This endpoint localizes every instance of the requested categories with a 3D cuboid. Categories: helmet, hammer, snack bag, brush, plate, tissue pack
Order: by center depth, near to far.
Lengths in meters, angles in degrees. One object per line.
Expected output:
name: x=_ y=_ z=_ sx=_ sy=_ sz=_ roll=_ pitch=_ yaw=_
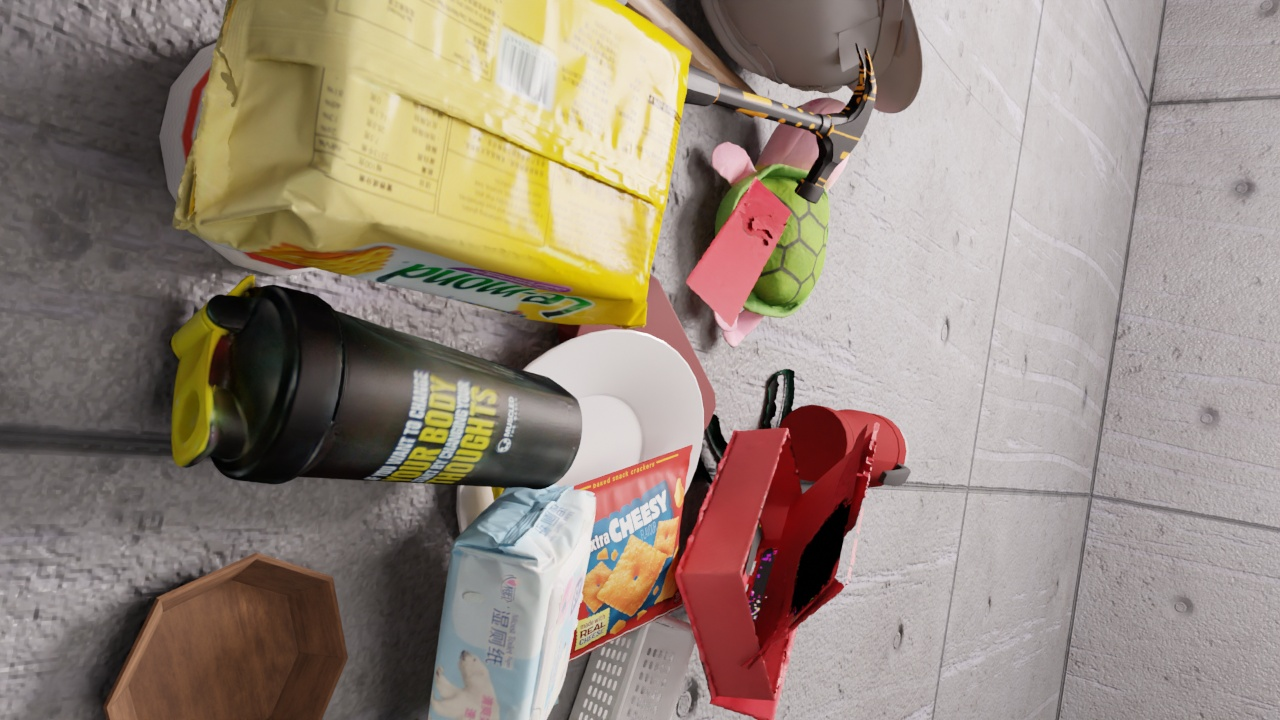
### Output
snack bag: x=-0.062 y=-0.104 z=0.391 sx=0.246 sy=0.068 sz=0.159 roll=10 pitch=87 yaw=-53
plate: x=-0.216 y=0.163 z=0.478 sx=0.131 sy=0.025 sz=0.131 roll=-13 pitch=107 yaw=-51
tissue pack: x=-0.079 y=0.170 z=0.569 sx=0.112 sy=0.070 sz=0.182 roll=-51 pitch=151 yaw=-72
hammer: x=0.050 y=-0.189 z=0.635 sx=0.320 sy=0.036 sz=0.123 roll=3 pitch=123 yaw=-40
plate: x=-0.040 y=0.074 z=0.663 sx=0.208 sy=0.015 sz=0.209 roll=-17 pitch=120 yaw=-32
snack bag: x=-0.016 y=0.142 z=0.674 sx=0.130 sy=0.039 sz=0.144 roll=-15 pitch=117 yaw=-37
hammer: x=0.019 y=-0.247 z=0.681 sx=0.328 sy=0.052 sz=0.098 roll=15 pitch=53 yaw=-59
brush: x=-0.004 y=0.004 z=0.701 sx=0.082 sy=0.042 sz=0.173 roll=-43 pitch=131 yaw=-17
helmet: x=0.109 y=-0.289 z=0.732 sx=0.117 sy=0.183 sz=0.271 roll=-36 pitch=115 yaw=-7

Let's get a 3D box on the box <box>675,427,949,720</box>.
box: x=0.206 y=0.285 z=0.801 sx=0.478 sy=0.172 sz=0.213 roll=41 pitch=33 yaw=-4

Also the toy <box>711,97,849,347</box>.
toy: x=0.125 y=-0.124 z=0.824 sx=0.190 sy=0.088 sz=0.238 roll=35 pitch=75 yaw=-42

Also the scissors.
scissors: x=0.097 y=0.087 z=0.885 sx=0.204 sy=0.015 sz=0.201 roll=29 pitch=71 yaw=-52

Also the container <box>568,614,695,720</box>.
container: x=-0.010 y=0.267 z=0.748 sx=0.080 sy=0.050 sz=0.129 roll=38 pitch=67 yaw=-49

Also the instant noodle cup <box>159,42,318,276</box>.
instant noodle cup: x=-0.141 y=-0.101 z=0.447 sx=0.123 sy=0.121 sz=0.123 roll=-13 pitch=107 yaw=-51

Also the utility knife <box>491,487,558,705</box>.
utility knife: x=-0.078 y=0.166 z=0.654 sx=0.030 sy=0.019 sz=0.225 roll=-17 pitch=122 yaw=-22

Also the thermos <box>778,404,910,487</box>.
thermos: x=0.229 y=0.098 z=0.976 sx=0.198 sy=0.108 sz=0.084 roll=13 pitch=106 yaw=-56

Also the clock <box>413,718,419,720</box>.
clock: x=-0.143 y=0.280 z=0.570 sx=0.118 sy=0.057 sz=0.083 roll=-58 pitch=136 yaw=-28

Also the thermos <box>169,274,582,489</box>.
thermos: x=-0.133 y=0.023 z=0.493 sx=0.220 sy=0.098 sz=0.098 roll=15 pitch=84 yaw=-47
